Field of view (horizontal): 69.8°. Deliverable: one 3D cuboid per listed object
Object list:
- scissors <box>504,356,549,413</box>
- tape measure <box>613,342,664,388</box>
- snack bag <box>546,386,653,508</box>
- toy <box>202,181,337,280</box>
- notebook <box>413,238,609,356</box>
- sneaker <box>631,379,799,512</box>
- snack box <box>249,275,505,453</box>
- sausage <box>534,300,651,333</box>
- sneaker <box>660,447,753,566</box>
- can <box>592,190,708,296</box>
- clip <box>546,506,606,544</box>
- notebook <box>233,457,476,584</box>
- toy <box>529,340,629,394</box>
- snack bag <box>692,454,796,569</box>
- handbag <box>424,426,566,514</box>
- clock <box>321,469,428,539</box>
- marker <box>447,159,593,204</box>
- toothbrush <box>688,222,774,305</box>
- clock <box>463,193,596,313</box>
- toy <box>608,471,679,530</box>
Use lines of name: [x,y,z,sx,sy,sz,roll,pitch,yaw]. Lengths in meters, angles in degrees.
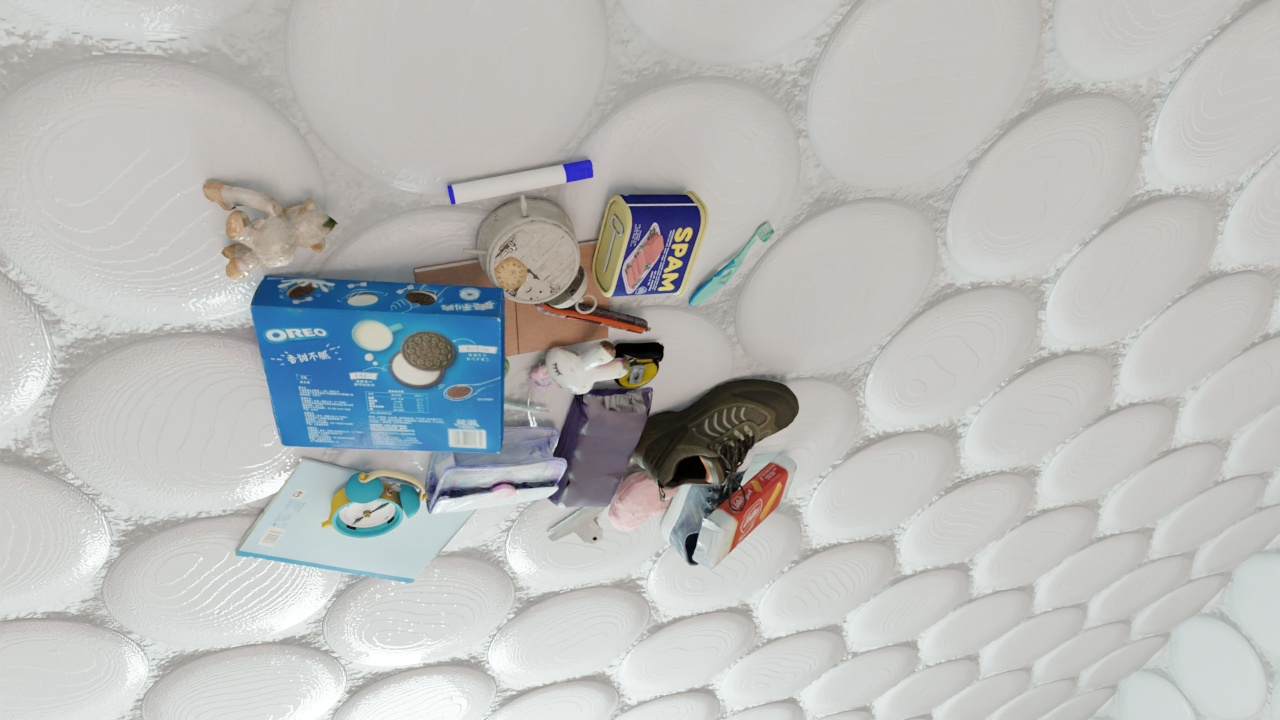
scissors: [-0.189,0.049,1.086,0.172,0.023,0.172,-10,138,-19]
tape measure: [-0.007,0.007,1.113,0.061,0.034,0.061,-3,135,-21]
snack bag: [-0.055,0.114,1.180,0.096,0.058,0.206,1,132,-25]
toy: [-0.328,-0.123,0.825,0.105,0.074,0.085,-13,123,-18]
notebook: [-0.135,-0.060,1.008,0.209,0.008,0.142,-11,136,-15]
sneaker: [0.112,0.113,1.193,0.238,0.142,0.101,-20,137,-6]
snack box: [-0.260,0.010,0.943,0.239,0.056,0.196,3,132,-6]
sausage: [-0.051,-0.051,1.033,0.155,0.020,0.020,11,127,-32]
sneaker: [0.098,0.206,1.325,0.087,0.079,0.236,4,130,-28]
can: [0.008,-0.121,0.969,0.092,0.056,0.116,-6,133,-28]
clip: [-0.077,0.239,1.310,0.102,0.045,0.055,-34,124,11]
notebook: [-0.356,0.213,1.175,0.253,0.009,0.181,23,119,-39]
toy: [-0.075,0.011,1.069,0.123,0.038,0.079,-16,143,21]
snack bag: [0.151,0.209,1.294,0.224,0.041,0.078,-31,140,-51]
handbag: [-0.181,0.145,1.144,0.158,0.069,0.127,-2,142,-26]
clock: [-0.324,0.175,1.116,0.130,0.043,0.099,-39,136,23]
marker: [-0.116,-0.175,0.895,0.141,0.020,0.020,-13,136,-12]
toothbrush: [0.105,-0.108,1.064,0.135,0.017,0.022,-45,137,20]
clock: [-0.097,-0.095,0.938,0.103,0.061,0.157,-41,126,10]
toy: [0.007,0.196,1.298,0.105,0.053,0.109,-2,131,-39]
